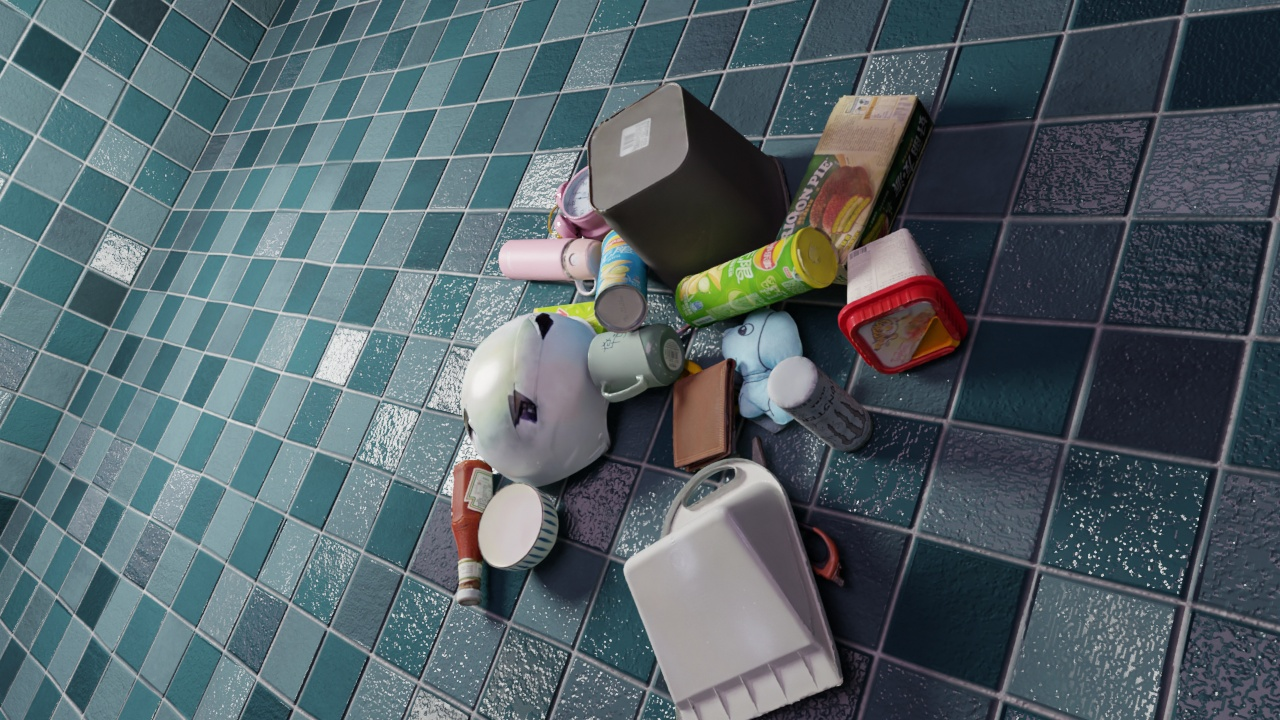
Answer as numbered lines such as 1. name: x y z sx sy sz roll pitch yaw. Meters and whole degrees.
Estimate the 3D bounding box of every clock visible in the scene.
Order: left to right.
1. clock: -0.083 -0.244 1.441 0.159 0.059 0.117 -22 53 32

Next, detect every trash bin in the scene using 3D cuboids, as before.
1. trash bin: 0.058 -0.223 1.203 0.199 0.219 0.198 -24 52 30

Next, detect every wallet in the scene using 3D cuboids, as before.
1. wallet: 0.081 0.068 1.125 0.101 0.032 0.124 -28 54 51

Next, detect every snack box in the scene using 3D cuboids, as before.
1. snack box: -0.107 -0.041 1.371 0.157 0.026 0.085 -3 64 39
2. snack box: 0.262 -0.213 1.136 0.115 0.063 0.239 14 76 43

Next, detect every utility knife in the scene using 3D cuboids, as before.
1. utility knife: 0.104 0.041 1.157 0.218 0.015 0.033 30 88 45

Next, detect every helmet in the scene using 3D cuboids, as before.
1. helmet: -0.160 0.039 1.265 0.230 0.145 0.258 -17 64 35

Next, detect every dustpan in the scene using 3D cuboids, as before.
1. dustpan: 0.102 0.245 1.020 0.223 0.142 0.257 -37 75 34

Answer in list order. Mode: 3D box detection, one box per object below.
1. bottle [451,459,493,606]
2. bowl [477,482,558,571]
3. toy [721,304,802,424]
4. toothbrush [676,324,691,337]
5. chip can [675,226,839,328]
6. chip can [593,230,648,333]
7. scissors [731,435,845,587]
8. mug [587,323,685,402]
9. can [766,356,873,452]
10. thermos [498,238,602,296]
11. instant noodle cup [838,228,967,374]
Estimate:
1. bottle: -0.240 0.243 1.300 0.060 0.059 0.205 -23 54 28
2. bowl: -0.155 0.228 1.231 0.117 0.066 0.116 -19 57 31
3. toy: 0.154 -0.002 1.115 0.162 0.050 0.156 7 70 44
4. toothbrush: 0.038 -0.030 1.253 0.188 0.016 0.017 -37 40 18
5. chip can: 0.134 -0.096 1.119 0.222 0.072 0.072 -18 54 49
6. chip can: -0.023 -0.114 1.250 0.071 0.071 0.209 -36 22 18
7. scissors: 0.154 0.181 1.018 0.214 0.015 0.197 12 77 44
8. mug: -0.007 0.007 1.193 0.107 0.082 0.111 -8 42 34
9. can: 0.195 0.049 0.985 0.058 0.146 0.058 -20 55 30
10. thermos: -0.132 -0.147 1.431 0.199 0.067 0.087 7 102 40
11. instant noodle cup: 0.283 -0.069 1.012 0.117 0.116 0.124 -24 42 27
